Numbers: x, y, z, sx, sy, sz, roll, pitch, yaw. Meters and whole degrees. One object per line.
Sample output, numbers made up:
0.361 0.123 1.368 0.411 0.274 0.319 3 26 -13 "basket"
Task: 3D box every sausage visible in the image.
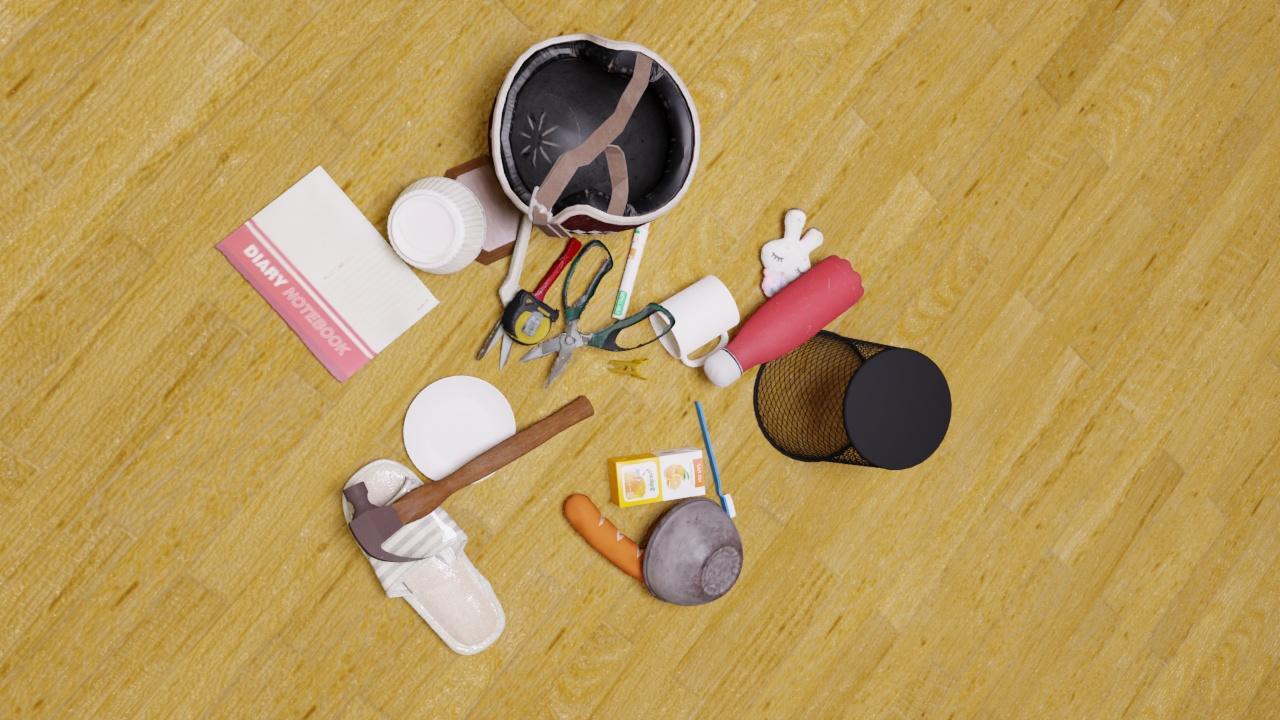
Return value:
-0.035 0.232 1.175 0.164 0.039 0.044 43 75 -14 "sausage"

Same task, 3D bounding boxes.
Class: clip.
-0.008 0.005 1.175 0.046 0.053 0.037 9 86 -47 "clip"

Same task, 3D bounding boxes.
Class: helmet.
-0.055 -0.242 1.033 0.233 0.254 0.233 8 94 -42 "helmet"

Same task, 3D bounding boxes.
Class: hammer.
-0.192 0.130 1.096 0.322 0.033 0.115 -30 90 -25 "hammer"

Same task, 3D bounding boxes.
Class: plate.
-0.186 -0.185 1.116 0.131 0.025 0.131 -1 93 -17 "plate"
-0.221 0.086 1.126 0.134 0.011 0.134 -1 93 -17 "plate"

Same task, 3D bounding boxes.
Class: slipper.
-0.257 0.241 1.103 0.114 0.054 0.272 -33 101 -8 "slipper"

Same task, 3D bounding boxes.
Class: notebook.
-0.362 -0.099 1.074 0.153 0.012 0.209 -42 103 -11 "notebook"

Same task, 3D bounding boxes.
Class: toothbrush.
0.099 0.133 1.223 0.014 0.016 0.166 -16 97 -16 "toothbrush"

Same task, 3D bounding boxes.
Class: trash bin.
0.272 0.053 1.170 0.184 0.210 0.184 -1 93 -17 "trash bin"

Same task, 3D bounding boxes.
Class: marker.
-0.010 -0.123 1.178 0.017 0.017 0.145 16 88 -17 "marker"

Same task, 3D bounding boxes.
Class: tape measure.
-0.136 -0.048 1.118 0.061 0.034 0.061 30 92 -41 "tape measure"

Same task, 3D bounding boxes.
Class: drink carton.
0.024 0.150 1.188 0.122 0.040 0.058 -6 94 -17 "drink carton"

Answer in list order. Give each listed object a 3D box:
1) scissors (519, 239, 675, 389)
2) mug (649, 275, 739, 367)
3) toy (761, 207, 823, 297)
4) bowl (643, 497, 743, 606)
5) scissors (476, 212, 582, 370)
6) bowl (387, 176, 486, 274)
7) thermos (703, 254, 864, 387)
-0.072 -0.064 1.145 0.206 0.015 0.179 -21 77 5 "scissors"
0.074 -0.042 1.185 0.090 0.074 0.110 -31 127 -13 "mug"
0.200 -0.139 1.230 0.079 0.038 0.122 28 89 -29 "toy"
0.080 0.253 1.167 0.144 0.067 0.145 -15 114 -36 "bowl"
-0.140 -0.091 1.131 0.186 0.015 0.179 -26 120 -26 "scissors"
-0.241 -0.154 1.062 0.115 0.062 0.115 1 102 4 "bowl"
0.182 -0.046 1.190 0.239 0.073 0.073 -36 102 -14 "thermos"
